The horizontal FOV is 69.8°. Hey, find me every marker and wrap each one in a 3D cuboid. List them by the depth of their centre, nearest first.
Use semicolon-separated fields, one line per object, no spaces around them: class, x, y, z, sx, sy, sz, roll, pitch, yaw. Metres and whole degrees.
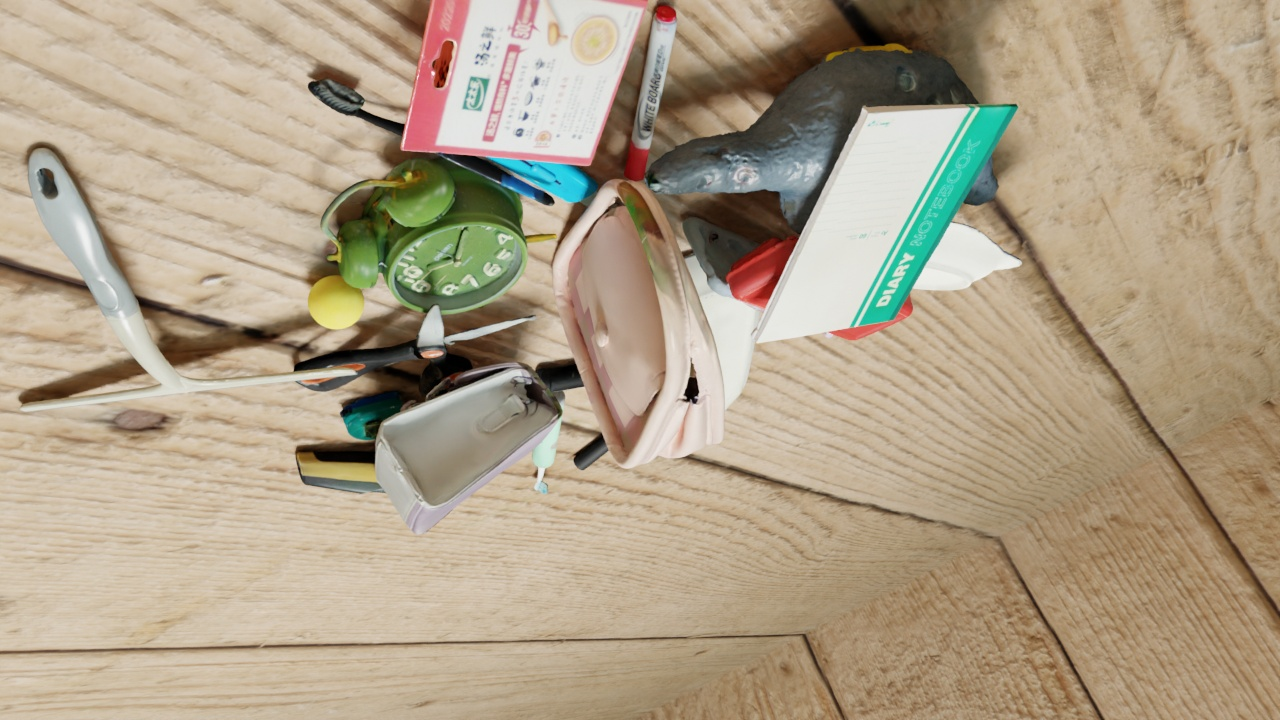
marker;0.006;-0.180;0.636;0.017;0.017;0.145;-13;151;-17
marker;-0.031;0.088;1.075;0.022;0.020;0.132;28;126;-35

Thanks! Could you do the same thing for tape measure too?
tape measure;-0.247;0.054;0.857;0.058;0.025;0.055;-14;150;-14

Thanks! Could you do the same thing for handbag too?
handbag;0.004;-0.038;0.670;0.093;0.193;0.235;-16;162;-12
handbag;-0.163;0.076;0.831;0.144;0.098;0.197;-29;175;-23

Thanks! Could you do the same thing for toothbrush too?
toothbrush;-0.126;-0.138;0.596;0.016;0.014;0.189;-18;153;41
toothbrush;-0.006;0.006;0.945;0.212;0.026;0.027;-10;-176;-24
toothbrush;-0.107;0.096;1.027;0.026;0.027;0.225;-50;167;-32

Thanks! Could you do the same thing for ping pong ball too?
ping pong ball;-0.227;-0.043;0.684;0.040;0.040;0.040;-17;152;-10

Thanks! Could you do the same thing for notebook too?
notebook;0.179;-0.099;0.689;0.150;0.012;0.210;-10;140;-29

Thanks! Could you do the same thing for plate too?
plate;0.249;-0.093;0.843;0.164;0.034;0.163;7;175;42
plate;0.054;-0.005;0.919;0.161;0.034;0.266;-19;145;-16

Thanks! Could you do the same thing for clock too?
clock;-0.147;-0.088;0.647;0.116;0.056;0.161;-39;147;27

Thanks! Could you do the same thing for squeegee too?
squeegee;-0.337;-0.034;0.604;0.246;0.039;0.247;-6;144;-7

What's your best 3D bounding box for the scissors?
scissors;-0.184;-0.001;0.751;0.230;0.021;0.221;-9;166;2

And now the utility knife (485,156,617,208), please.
utility knife;-0.062;-0.136;0.666;0.034;0.018;0.209;-35;151;21

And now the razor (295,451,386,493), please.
razor;-0.263;0.109;0.924;0.167;0.062;0.068;9;109;-36

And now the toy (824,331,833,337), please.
toy;0.187;-0.061;0.949;0.107;0.039;0.084;10;125;-38

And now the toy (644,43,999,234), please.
toy;0.170;-0.166;0.690;0.355;0.091;0.138;-8;140;-28

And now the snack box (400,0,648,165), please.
snack box;-0.074;-0.177;0.537;0.127;0.044;0.113;-3;135;-32

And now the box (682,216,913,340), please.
box;0.139;-0.082;0.801;0.113;0.099;0.201;-29;152;36
